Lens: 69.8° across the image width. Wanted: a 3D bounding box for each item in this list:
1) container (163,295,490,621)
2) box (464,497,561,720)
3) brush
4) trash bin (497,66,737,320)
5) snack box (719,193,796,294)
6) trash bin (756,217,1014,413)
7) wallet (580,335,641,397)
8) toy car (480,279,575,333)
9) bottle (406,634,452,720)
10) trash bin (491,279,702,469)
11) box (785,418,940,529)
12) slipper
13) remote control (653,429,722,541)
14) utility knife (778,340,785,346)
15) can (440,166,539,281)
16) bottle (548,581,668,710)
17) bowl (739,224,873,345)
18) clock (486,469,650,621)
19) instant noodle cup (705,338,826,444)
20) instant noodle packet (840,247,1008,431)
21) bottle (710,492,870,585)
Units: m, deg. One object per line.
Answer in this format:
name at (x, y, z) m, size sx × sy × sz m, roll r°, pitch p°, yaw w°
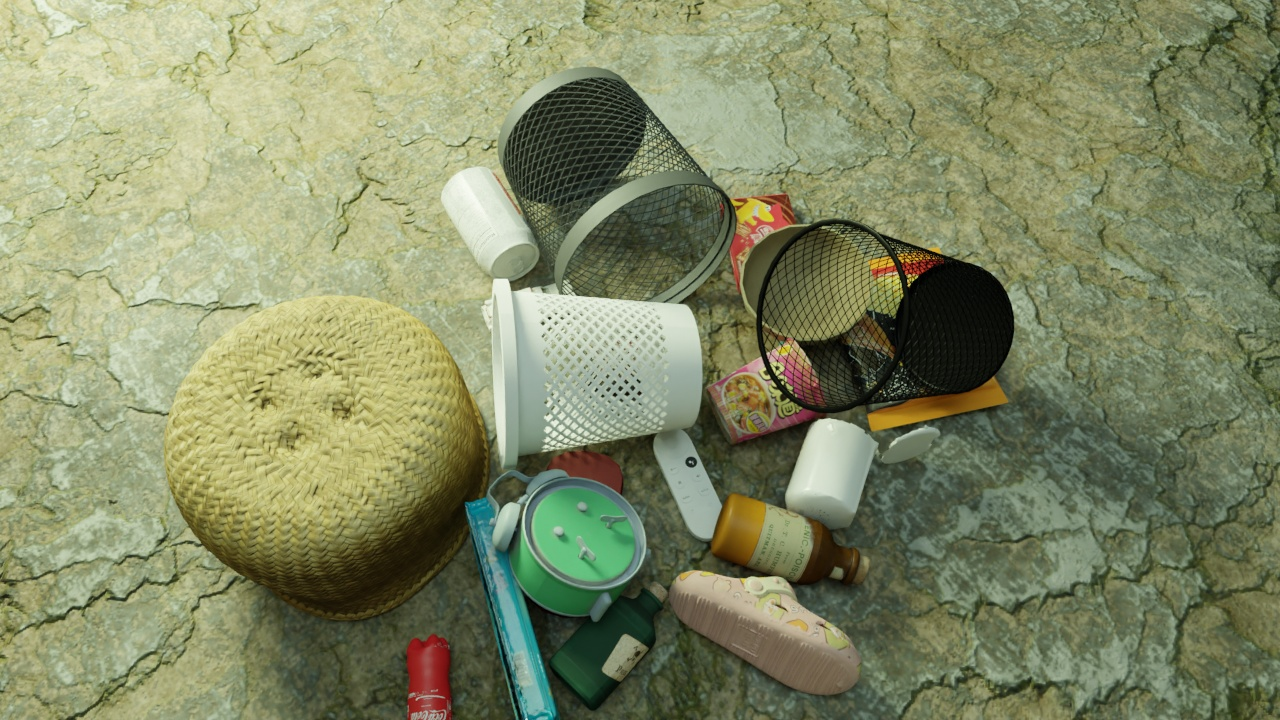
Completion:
container at (-0.308, 0.083, 0.930) m, size 0.307 × 0.197 × 0.306 m, roll 1°, pitch 61°, yaw -2°
box at (-0.128, 0.250, 0.891) m, size 0.041 × 0.094 × 0.226 m, roll -16°, pitch 62°, yaw -11°
brush at (-0.067, 0.182, 0.959) m, size 0.082 × 0.042 × 0.173 m, roll 6°, pitch 61°, yaw 3°
trash bin at (-0.039, -0.196, 1.075) m, size 0.217 × 0.218 × 0.227 m, roll -23°, pitch 60°, yaw -12°
snack box at (0.155, -0.148, 1.151) m, size 0.089 × 0.021 × 0.132 m, roll -7°, pitch 62°, yaw -4°
trash bin at (0.258, -0.039, 0.933) m, size 0.209 × 0.185 × 0.184 m, roll 2°, pitch 54°, yaw -38°
wallet at (-0.006, 0.006, 1.068) m, size 0.123 × 0.019 × 0.072 m, roll -4°, pitch 62°, yaw -2°
toy car at (-0.133, -0.069, 1.099) m, size 0.113 × 0.039 × 0.039 m, roll -19°, pitch 63°, yaw -10°
bottle at (-0.201, 0.336, 0.874) m, size 0.042 × 0.042 × 0.141 m, roll -6°, pitch 61°, yaw -4°
trash bin at (-0.049, 0.010, 0.964) m, size 0.199 × 0.196 × 0.195 m, roll -2°, pitch 61°, yaw -12°
box at (0.237, 0.117, 0.976) m, size 0.142 × 0.084 × 0.139 m, roll 15°, pitch 61°, yaw 14°
slipper at (0.127, 0.248, 0.899) m, size 0.197 × 0.093 × 0.081 m, roll 25°, pitch 46°, yaw 8°
remote control at (0.053, 0.134, 1.002) m, size 0.043 × 0.013 × 0.136 m, roll -20°, pitch 63°, yaw -10°
utility knife at (0.171, -0.014, 1.082) m, size 0.022 × 0.015 × 0.125 m, roll 22°, pitch 65°, yaw 13°
can at (-0.185, -0.168, 1.131) m, size 0.078 × 0.078 × 0.136 m, roll -27°, pitch 64°, yaw -14°
bottle at (-0.023, 0.271, 0.898) m, size 0.061 × 0.061 × 0.131 m, roll 38°, pitch 68°, yaw 21°
bowl at (0.192, -0.082, 1.075) m, size 0.152 × 0.050 × 0.152 m, roll -1°, pitch 67°, yaw 3°
clock at (-0.075, 0.163, 0.877) m, size 0.161 × 0.076 × 0.121 m, roll 37°, pitch 42°, yaw 10°
instant noodle cup at (0.135, 0.041, 1.013) m, size 0.108 × 0.098 × 0.097 m, roll -23°, pitch 63°, yaw -3°
instant noodle packet at (0.314, -0.031, 1.080) m, size 0.160 × 0.032 × 0.220 m, roll -12°, pitch 62°, yaw -4°
bottle at (0.156, 0.191, 0.936) m, size 0.157 × 0.068 × 0.067 m, roll 19°, pitch 62°, yaw 0°
